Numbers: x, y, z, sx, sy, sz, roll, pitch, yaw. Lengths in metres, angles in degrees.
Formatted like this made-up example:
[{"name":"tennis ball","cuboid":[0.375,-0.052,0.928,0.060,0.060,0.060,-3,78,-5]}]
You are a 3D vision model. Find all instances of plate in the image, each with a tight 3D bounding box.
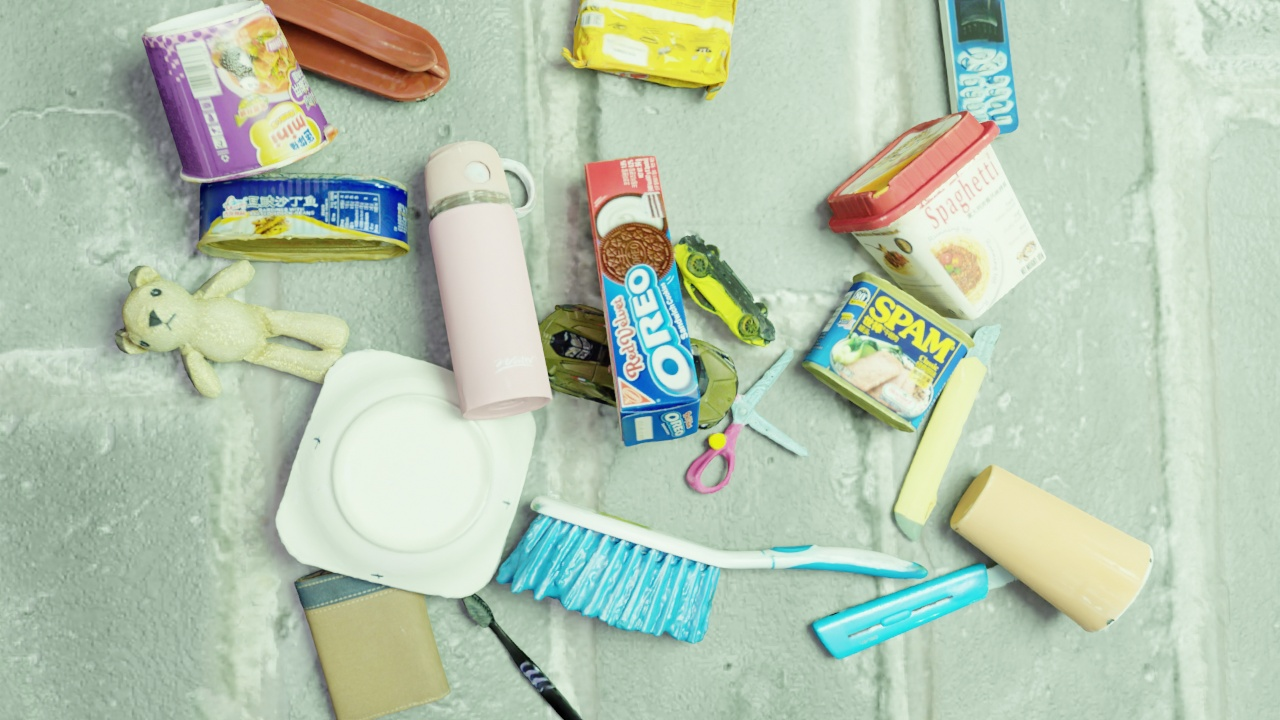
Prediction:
[{"name":"plate","cuboid":[-0.163,0.081,0.662,0.163,0.034,0.164,18,77,-14]}]

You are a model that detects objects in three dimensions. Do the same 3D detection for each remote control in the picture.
[{"name":"remote control","cuboid":[0.267,-0.238,0.729,0.049,0.024,0.125,-5,89,-4]}]

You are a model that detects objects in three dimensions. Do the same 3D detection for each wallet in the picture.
[{"name":"wallet","cuboid":[-0.197,0.203,0.680,0.090,0.033,0.115,-17,90,-1]}]

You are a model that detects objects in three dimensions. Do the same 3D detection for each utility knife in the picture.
[{"name":"utility knife","cuboid":[0.241,0.053,0.717,0.031,0.019,0.183,24,92,-6]},{"name":"utility knife","cuboid":[0.222,0.187,0.712,0.182,0.018,0.034,-19,88,-5]}]

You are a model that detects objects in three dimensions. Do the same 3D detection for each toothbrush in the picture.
[{"name":"toothbrush","cuboid":[-0.073,0.246,0.693,0.014,0.017,0.189,-40,92,-5]}]

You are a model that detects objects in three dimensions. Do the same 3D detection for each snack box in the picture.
[{"name":"snack box","cuboid":[-0.001,-0.046,0.651,0.057,0.058,0.207,-7,64,-3]}]

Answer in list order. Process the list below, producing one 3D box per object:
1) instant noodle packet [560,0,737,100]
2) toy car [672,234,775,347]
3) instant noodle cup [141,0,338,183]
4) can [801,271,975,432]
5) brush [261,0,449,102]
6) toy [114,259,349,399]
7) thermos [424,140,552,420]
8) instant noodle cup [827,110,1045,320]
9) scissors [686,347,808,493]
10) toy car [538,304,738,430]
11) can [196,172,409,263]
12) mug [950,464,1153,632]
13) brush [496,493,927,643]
[{"name":"instant noodle packet","cuboid":[0.008,-0.261,0.705,0.128,0.044,0.110,9,80,-7]},{"name":"toy car","cuboid":[0.062,-0.050,0.699,0.032,0.048,0.105,-41,90,23]},{"name":"instant noodle cup","cuboid":[-0.282,-0.189,0.636,0.111,0.111,0.099,-15,119,-4]},{"name":"can","cuboid":[0.186,-0.005,0.699,0.102,0.057,0.083,33,88,-1]},{"name":"brush","cuboid":[-0.212,-0.235,0.678,0.146,0.069,0.063,21,87,-2]},{"name":"toy","cuboid":[-0.292,-0.020,0.667,0.157,0.066,0.105,13,93,-19]},{"name":"thermos","cuboid":[-0.105,-0.060,0.671,0.087,0.067,0.198,-4,74,-29]},{"name":"instant noodle cup","cuboid":[0.223,-0.102,0.683,0.116,0.117,0.124,-41,102,-5]},{"name":"scissors","cuboid":[0.073,0.039,0.709,0.134,0.017,0.133,39,86,2]},{"name":"toy car","cuboid":[-0.004,0.004,0.687,0.158,0.042,0.070,15,87,6]},{"name":"can","cuboid":[-0.244,-0.103,0.669,0.148,0.075,0.049,-1,84,-4]},{"name":"mug","cuboid":[0.302,0.135,0.686,0.123,0.078,0.078,34,86,11]},{"name":"brush","cuboid":[0.058,0.162,0.688,0.314,0.060,0.109,18,83,-5]}]
